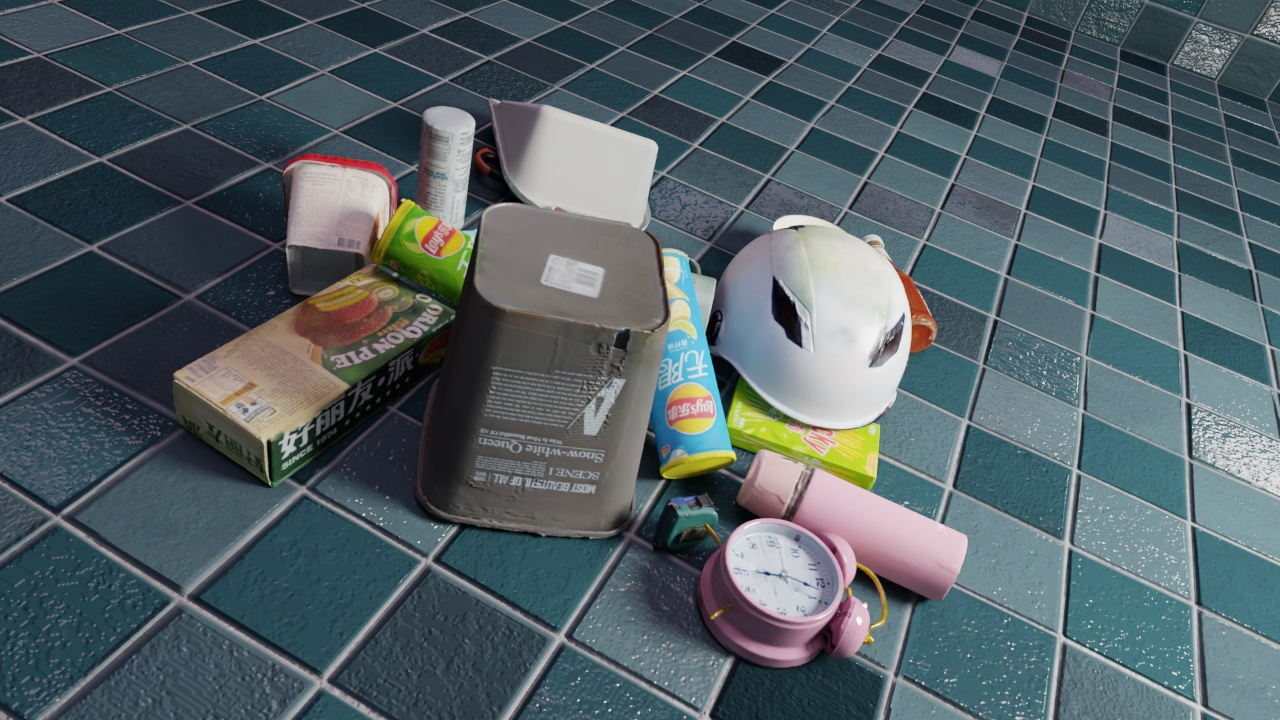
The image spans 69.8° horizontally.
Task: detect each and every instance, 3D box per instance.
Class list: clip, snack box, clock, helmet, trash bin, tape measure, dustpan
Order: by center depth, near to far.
[{"bbox_3d":[0.128,0.190,0.758,0.158,0.060,0.117,11,40,-10],"label":"clock"},{"bbox_3d":[-0.078,0.006,0.782,0.199,0.220,0.198,9,40,-12],"label":"trash bin"},{"bbox_3d":[0.040,0.141,0.789,0.054,0.058,0.025,-4,43,-29],"label":"tape measure"},{"bbox_3d":[-0.286,0.004,0.836,0.114,0.063,0.239,29,40,15],"label":"snack box"},{"bbox_3d":[0.165,0.074,0.937,0.156,0.026,0.085,20,39,4],"label":"snack box"},{"bbox_3d":[0.194,-0.058,0.986,0.229,0.146,0.258,14,32,-6],"label":"helmet"},{"bbox_3d":[-0.145,-0.212,1.184,0.055,0.013,0.034,29,40,13],"label":"clip"},{"bbox_3d":[-0.091,-0.249,1.217,0.222,0.143,0.258,13,8,-23],"label":"dustpan"}]

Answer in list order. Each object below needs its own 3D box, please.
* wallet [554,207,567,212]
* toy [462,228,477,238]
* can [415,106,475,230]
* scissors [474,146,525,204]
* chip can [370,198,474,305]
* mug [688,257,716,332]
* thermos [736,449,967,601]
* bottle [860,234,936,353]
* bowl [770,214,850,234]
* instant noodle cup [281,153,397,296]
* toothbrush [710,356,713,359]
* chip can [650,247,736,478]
[{"bbox_3d":[-0.069,-0.121,1.056,0.101,0.032,0.124,30,31,-14],"label":"wallet"},{"bbox_3d":[-0.154,-0.094,1.007,0.161,0.050,0.155,27,41,10],"label":"toy"},{"bbox_3d":[-0.225,-0.212,1.049,0.058,0.147,0.058,10,40,-8],"label":"can"},{"bbox_3d":[-0.152,-0.222,1.169,0.213,0.015,0.196,28,38,13],"label":"scissors"},{"bbox_3d":[-0.152,-0.076,0.912,0.221,0.073,0.072,28,38,-8],"label":"chip can"},{"bbox_3d":[0.023,-0.071,0.985,0.106,0.082,0.111,14,58,1],"label":"mug"},{"bbox_3d":[0.188,0.144,0.837,0.199,0.067,0.087,23,8,11],"label":"thermos"},{"bbox_3d":[0.317,-0.092,1.165,0.059,0.060,0.205,7,39,-11],"label":"bottle"},{"bbox_3d":[0.213,-0.128,1.163,0.116,0.066,0.116,10,38,-8],"label":"bowl"},{"bbox_3d":[-0.320,-0.136,0.962,0.116,0.117,0.124,6,51,-12],"label":"instant noodle cup"},{"bbox_3d":[-0.006,0.006,0.969,0.187,0.016,0.017,-4,51,-23],"label":"toothbrush"},{"bbox_3d":[0.033,0.002,0.873,0.071,0.071,0.210,-4,69,-23],"label":"chip can"}]
